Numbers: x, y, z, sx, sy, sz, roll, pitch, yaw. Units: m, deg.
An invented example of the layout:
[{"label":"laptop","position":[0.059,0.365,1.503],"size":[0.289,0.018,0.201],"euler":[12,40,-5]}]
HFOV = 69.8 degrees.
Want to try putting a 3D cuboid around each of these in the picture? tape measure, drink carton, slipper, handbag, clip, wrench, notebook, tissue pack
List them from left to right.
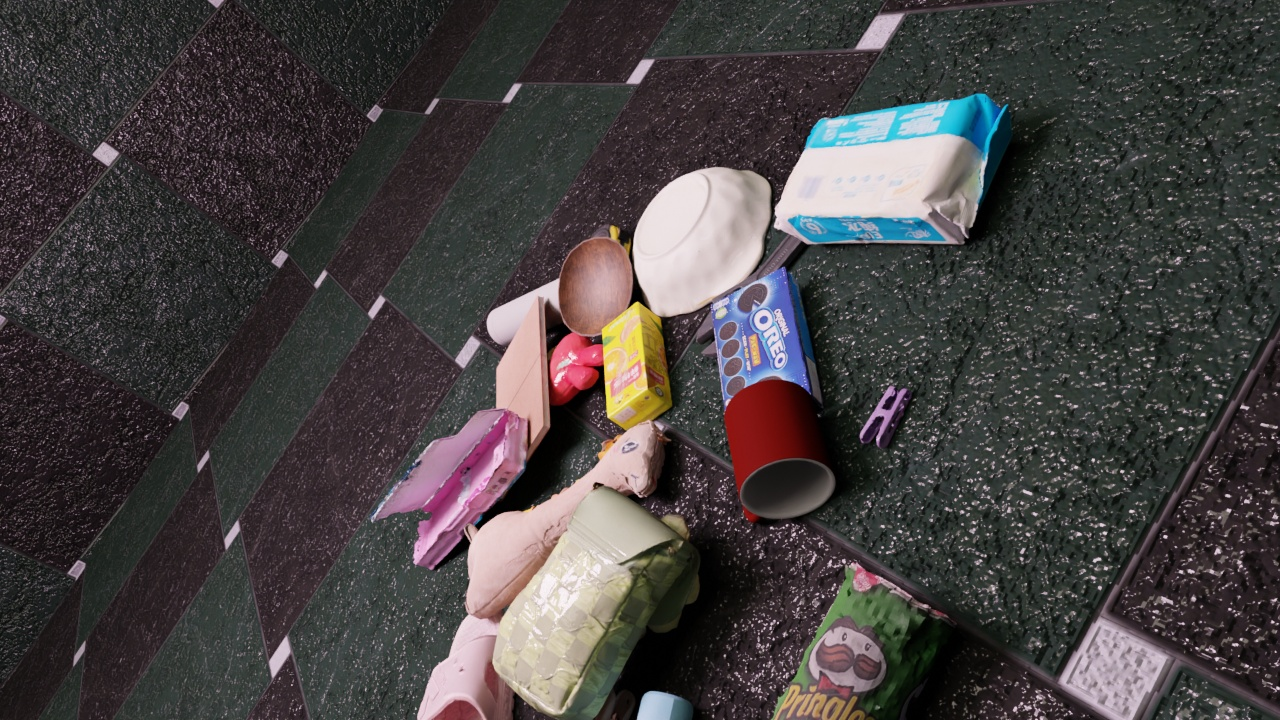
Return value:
[{"label":"slipper","position":[-0.166,0.335,0.846],"size":[0.094,0.064,0.238],"euler":[-39,37,24]},{"label":"notebook","position":[-0.142,0.041,1.084],"size":[0.142,0.008,0.208],"euler":[-55,30,37]},{"label":"handbag","position":[-0.028,0.198,0.741],"size":[0.113,0.117,0.186],"euler":[28,84,46]},{"label":"tape measure","position":[-0.039,-0.134,1.135],"size":[0.067,0.038,0.062],"euler":[-22,53,48]},{"label":"clip","position":[-0.023,0.294,0.743],"size":[0.025,0.043,0.061],"euler":[17,88,58]},{"label":"drink carton","position":[-0.006,0.006,0.954],"size":[0.059,0.043,0.134],"euler":[-36,37,26]},{"label":"wrench","position":[0.147,-0.112,0.884],"size":[0.273,0.018,0.073],"euler":[-50,37,5]},{"label":"tissue pack","position":[0.208,-0.160,0.794],"size":[0.210,0.066,0.117],"euler":[10,71,52]},{"label":"clip","position":[0.188,0.043,0.692],"size":[0.036,0.013,0.053],"euler":[-4,55,50]}]

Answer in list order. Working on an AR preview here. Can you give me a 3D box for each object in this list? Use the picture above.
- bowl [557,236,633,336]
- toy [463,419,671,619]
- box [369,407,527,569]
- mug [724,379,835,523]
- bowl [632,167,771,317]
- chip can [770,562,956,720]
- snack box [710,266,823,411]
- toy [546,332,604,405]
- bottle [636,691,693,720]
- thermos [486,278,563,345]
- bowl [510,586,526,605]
[{"label":"bowl","position":[-0.046,-0.082,1.040],"size":[0.102,0.026,0.114],"euler":[-5,80,32]},{"label":"toy","position":[-0.084,0.142,0.919],"size":[0.264,0.065,0.196],"euler":[-46,28,7]},{"label":"box","position":[-0.222,0.138,1.033],"size":[0.231,0.096,0.085],"euler":[-47,33,35]},{"label":"mug","position":[0.103,0.080,0.727],"size":[0.082,0.073,0.106],"euler":[-96,20,-46]},{"label":"bowl","position":[0.052,-0.142,0.998],"size":[0.188,0.060,0.219],"euler":[-51,32,7]},{"label":"chip can","position":[0.108,0.239,0.559],"size":[0.075,0.075,0.223],"euler":[18,77,57]},{"label":"snack box","position":[0.109,-0.008,0.810],"size":[0.082,0.027,0.150],"euler":[-29,45,26]},{"label":"toy","position":[-0.080,0.010,1.046],"size":[0.135,0.045,0.091],"euler":[-12,53,55]},{"label":"bottle","position":[0.006,0.309,0.662],"size":[0.040,0.040,0.129],"euler":[-16,49,46]},{"label":"thermos","position":[-0.108,-0.071,1.150],"size":[0.225,0.052,0.052],"euler":[-19,47,44]},{"label":"bowl","position":[-0.087,0.241,0.828],"size":[0.113,0.061,0.112],"euler":[-34,38,31]}]
